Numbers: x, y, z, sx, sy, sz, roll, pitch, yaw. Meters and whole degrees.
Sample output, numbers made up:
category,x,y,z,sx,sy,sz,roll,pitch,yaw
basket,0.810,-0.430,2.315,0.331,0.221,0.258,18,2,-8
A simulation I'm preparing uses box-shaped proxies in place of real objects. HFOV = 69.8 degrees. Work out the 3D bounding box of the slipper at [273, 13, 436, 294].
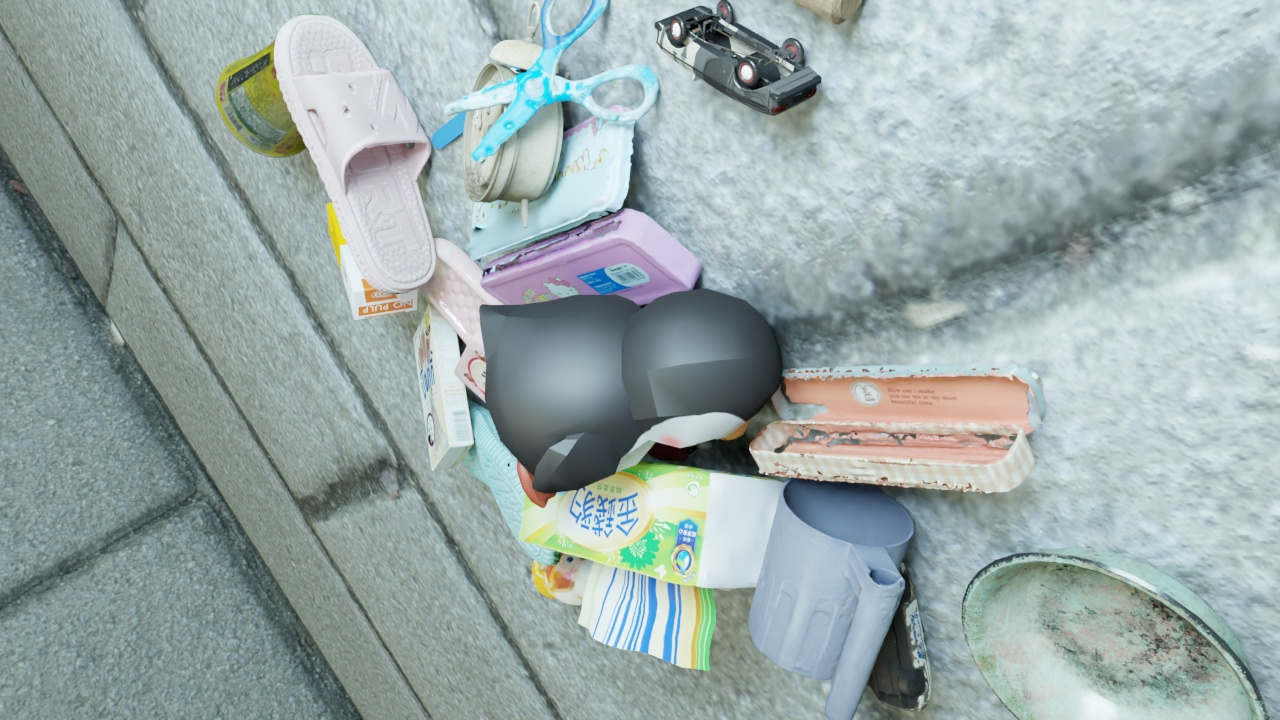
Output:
category,x,y,z,sx,sy,sz,roll,pitch,yaw
slipper,-0.222,-0.175,0.769,0.065,0.094,0.239,-8,104,41

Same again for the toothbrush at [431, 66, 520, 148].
category,x,y,z,sx,sy,sz,roll,pitch,yaw
toothbrush,-0.132,-0.193,0.717,0.167,0.014,0.016,-11,109,55

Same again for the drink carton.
category,x,y,z,sx,sy,sz,roll,pitch,yaw
drink carton,-0.255,-0.096,0.872,0.040,0.058,0.122,109,143,-50

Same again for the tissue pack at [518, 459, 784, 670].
category,x,y,z,sx,sy,sz,roll,pitch,yaw
tissue pack,0.006,0.146,0.683,0.198,0.120,0.141,1,81,51

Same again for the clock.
category,x,y,z,sx,sy,sz,roll,pitch,yaw
clock,-0.081,-0.169,0.622,0.093,0.054,0.141,49,129,54

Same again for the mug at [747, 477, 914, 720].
category,x,y,z,sx,sy,sz,roll,pitch,yaw
mug,0.121,0.145,0.570,0.123,0.083,0.104,-106,26,-65

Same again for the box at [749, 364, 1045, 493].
category,x,y,z,sx,sy,sz,roll,pitch,yaw
box,0.139,0.039,0.536,0.187,0.054,0.076,-4,82,51

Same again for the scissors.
category,x,y,z,sx,sy,sz,roll,pitch,yaw
scissors,-0.063,-0.182,0.568,0.013,0.141,0.113,-62,-41,-82

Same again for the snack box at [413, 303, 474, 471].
category,x,y,z,sx,sy,sz,roll,pitch,yaw
snack box,-0.198,0.027,0.913,0.082,0.026,0.150,-44,54,57

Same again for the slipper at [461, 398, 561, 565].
category,x,y,z,sx,sy,sz,roll,pitch,yaw
slipper,-0.127,0.100,0.908,0.276,0.069,0.116,32,143,56

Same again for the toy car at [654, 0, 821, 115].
category,x,y,z,sx,sy,sz,roll,pitch,yaw
toy car,0.051,-0.160,0.491,0.092,0.040,0.037,41,146,27

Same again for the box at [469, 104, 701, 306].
category,x,y,z,sx,sy,sz,roll,pitch,yaw
box,-0.057,-0.092,0.671,0.215,0.062,0.140,-9,107,54

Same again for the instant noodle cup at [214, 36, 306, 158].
category,x,y,z,sx,sy,sz,roll,pitch,yaw
instant noodle cup,-0.322,-0.251,0.844,0.108,0.102,0.102,-11,108,45

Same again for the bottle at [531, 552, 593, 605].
category,x,y,z,sx,sy,sz,roll,pitch,yaw
bottle,-0.061,0.214,0.919,0.109,0.063,0.063,-3,115,53

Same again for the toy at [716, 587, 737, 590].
category,x,y,z,sx,sy,sz,roll,pitch,yaw
toy,0.057,0.153,0.745,0.126,0.037,0.076,-9,101,50

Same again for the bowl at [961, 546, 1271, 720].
category,x,y,z,sx,sy,sz,roll,pitch,yaw
bowl,0.257,0.161,0.500,0.157,0.038,0.158,32,139,32

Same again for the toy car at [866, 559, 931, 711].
category,x,y,z,sx,sy,sz,roll,pitch,yaw
toy car,0.172,0.182,0.628,0.049,0.040,0.113,-7,94,53

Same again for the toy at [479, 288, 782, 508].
category,x,y,z,sx,sy,sz,roll,pitch,yaw
toy,-0.004,0.003,0.596,0.184,0.158,0.140,-11,126,25

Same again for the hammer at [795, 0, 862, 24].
category,x,y,z,sx,sy,sz,roll,pitch,yaw
hammer,-0.009,-0.255,0.497,0.305,0.040,0.133,38,139,25

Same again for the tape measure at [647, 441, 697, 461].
category,x,y,z,sx,sy,sz,roll,pitch,yaw
tape measure,0.014,0.058,0.736,0.059,0.019,0.052,54,146,4

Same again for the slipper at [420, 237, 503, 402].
category,x,y,z,sx,sy,sz,roll,pitch,yaw
slipper,-0.140,-0.017,0.837,0.221,0.055,0.107,54,144,7
